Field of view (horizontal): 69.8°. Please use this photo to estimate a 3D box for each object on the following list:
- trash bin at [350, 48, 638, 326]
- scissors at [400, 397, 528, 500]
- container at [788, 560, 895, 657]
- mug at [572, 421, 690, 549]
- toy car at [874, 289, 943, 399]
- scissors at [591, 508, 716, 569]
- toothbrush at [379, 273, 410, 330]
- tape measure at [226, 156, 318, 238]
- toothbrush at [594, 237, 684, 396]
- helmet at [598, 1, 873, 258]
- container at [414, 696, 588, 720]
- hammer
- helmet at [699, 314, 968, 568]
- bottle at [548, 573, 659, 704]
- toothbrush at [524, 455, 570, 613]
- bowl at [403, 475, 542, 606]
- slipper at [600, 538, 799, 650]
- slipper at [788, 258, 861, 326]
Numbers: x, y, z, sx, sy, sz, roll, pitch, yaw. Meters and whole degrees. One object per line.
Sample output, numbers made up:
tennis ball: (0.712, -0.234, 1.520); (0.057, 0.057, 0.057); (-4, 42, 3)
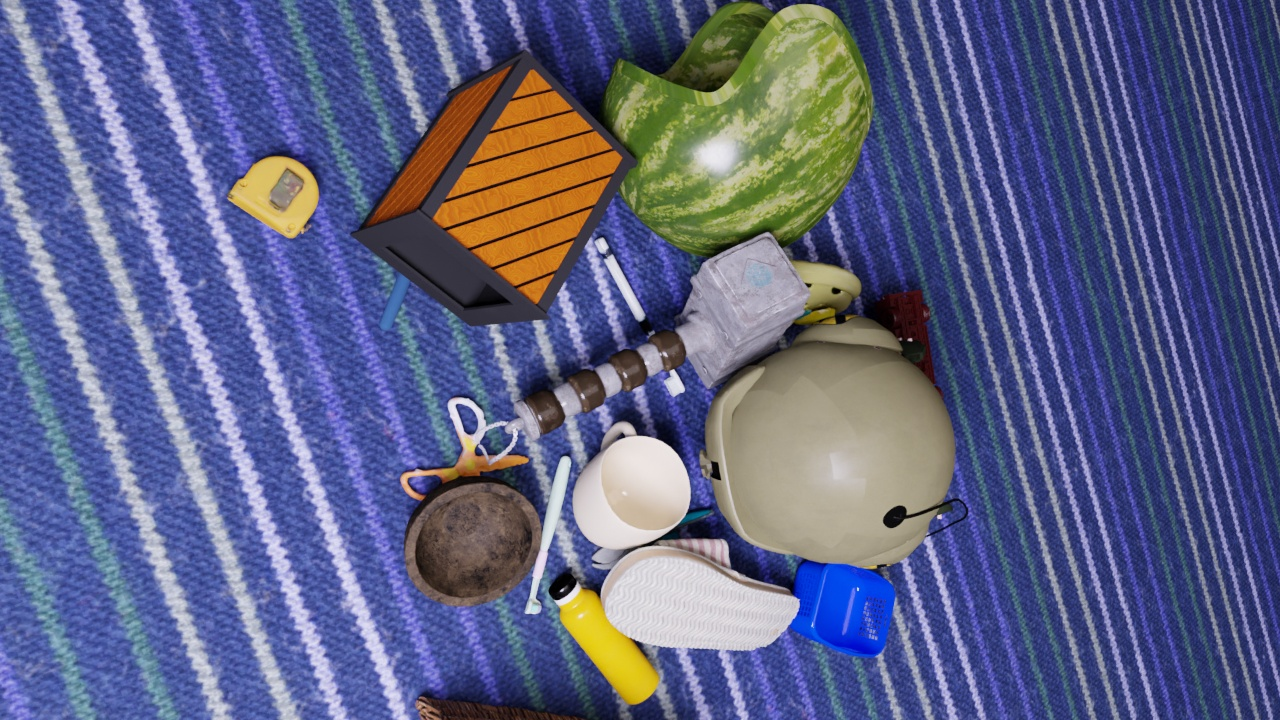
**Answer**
trash bin: (-0.128, -0.143, 0.809); (0.139, 0.140, 0.171); (40, 67, -30)
scissors: (-0.162, 0.093, 0.858); (0.125, 0.011, 0.131); (-2, 90, -31)
container: (0.224, 0.278, 1.040); (0.114, 0.058, 0.096); (24, 74, -26)
mug: (-0.018, 0.123, 0.890); (0.096, 0.100, 0.120); (0, 65, -28)
toy car: (0.317, 0.004, 1.113); (0.070, 0.062, 0.170); (-10, 91, -31)
scissors: (0.019, 0.184, 0.953); (0.133, 0.019, 0.145); (36, 71, -20)
toothbrush: (-0.206, -0.105, 0.847); (0.014, 0.014, 0.167); (28, 72, -34)
tape measure: (-0.305, -0.143, 0.783); (0.068, 0.030, 0.058); (37, 71, -23)
toothbrush: (-0.002, -0.044, 0.962); (0.017, 0.012, 0.187); (-34, 103, -24)
helmet: (0.090, -0.218, 0.906); (0.247, 0.213, 0.243); (-30, 118, -1)
container: (-0.082, 0.420, 0.798); (0.249, 0.162, 0.183); (20, 80, -27)
hammer: (-0.005, 0.005, 0.865); (0.325, 0.177, 0.079); (-26, 75, -17)
helmet: (0.175, 0.085, 0.900); (0.232, 0.256, 0.250); (-10, 90, -34)
bottle: (-0.038, 0.270, 0.898); (0.043, 0.043, 0.143); (-42, 107, -26)
toothbrush: (-0.089, 0.169, 0.892); (0.022, 0.015, 0.154); (31, 68, -61)
bowl: (-0.155, 0.153, 0.826); (0.121, 0.056, 0.121); (-8, 111, -21)
slipper: (0.063, 0.237, 0.935); (0.262, 0.052, 0.115); (26, 105, -39)
slipper: (0.159, -0.071, 1.015); (0.190, 0.092, 0.081); (8, 85, -26)
